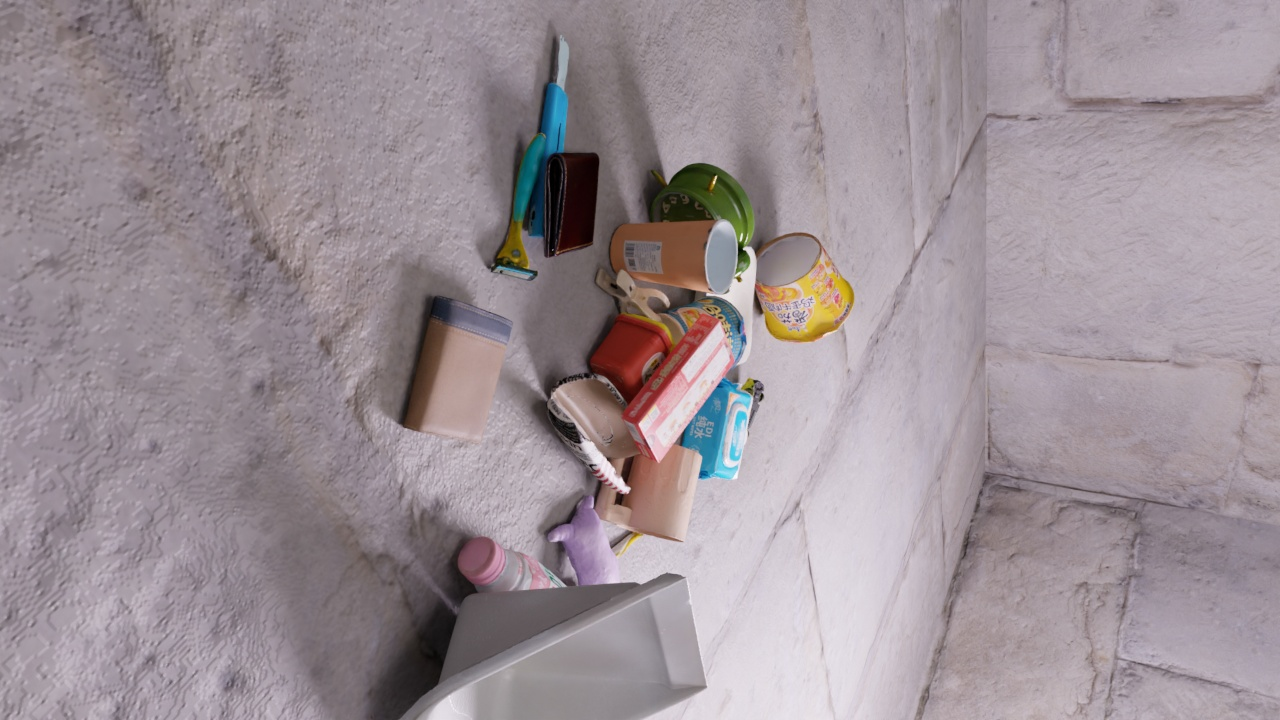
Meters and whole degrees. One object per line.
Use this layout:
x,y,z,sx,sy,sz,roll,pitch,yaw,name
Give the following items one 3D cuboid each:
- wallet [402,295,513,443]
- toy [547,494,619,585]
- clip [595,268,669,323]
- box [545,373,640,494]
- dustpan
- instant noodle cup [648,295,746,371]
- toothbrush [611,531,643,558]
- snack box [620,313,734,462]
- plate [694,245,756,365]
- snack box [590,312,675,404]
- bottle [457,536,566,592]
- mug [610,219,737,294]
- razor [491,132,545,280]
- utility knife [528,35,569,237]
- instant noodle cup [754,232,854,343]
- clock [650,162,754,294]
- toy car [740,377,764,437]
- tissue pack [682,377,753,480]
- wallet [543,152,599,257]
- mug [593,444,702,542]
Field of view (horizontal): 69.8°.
-0.154,0.009,0.783,0.090,0.033,0.115,20,81,-57,wallet
-0.055,0.211,0.987,0.083,0.039,0.108,-35,109,-51,toy
-0.019,-0.070,1.016,0.104,0.083,0.034,27,74,-36,clip
-0.039,0.069,0.958,0.087,0.076,0.163,-49,140,-11,box
-0.080,0.306,0.814,0.223,0.258,0.142,78,14,-46,dustpan
0.056,-0.026,1.088,0.109,0.099,0.099,-10,106,-50,instant noodle cup
-0.002,0.213,1.112,0.190,0.018,0.016,-28,119,-55,toothbrush
0.043,0.029,0.981,0.152,0.025,0.075,-51,142,-21,snack box
0.107,-0.071,1.212,0.164,0.034,0.164,-12,107,-62,plate
-0.006,0.006,1.001,0.080,0.082,0.091,-48,137,-25,snack box
-0.109,0.230,0.887,0.197,0.068,0.068,56,50,-45,bottle
0.033,-0.114,0.985,0.078,0.123,0.078,-21,114,-58,mug
-0.105,-0.141,0.832,0.043,0.028,0.132,10,91,-31,razor
-0.083,-0.210,0.865,0.034,0.018,0.191,4,92,-60,utility knife
0.228,-0.110,1.327,0.110,0.138,0.137,55,50,-41,instant noodle cup
0.071,-0.147,1.055,0.056,0.116,0.161,-41,129,-34,clock
0.146,0.075,1.326,0.048,0.032,0.105,17,94,-60,toy car
0.104,0.092,1.221,0.090,0.063,0.140,21,79,-60,tissue pack
-0.064,-0.151,0.884,0.122,0.020,0.096,-40,137,-71,wallet
0.007,0.146,1.066,0.124,0.084,0.103,23,74,-32,mug
